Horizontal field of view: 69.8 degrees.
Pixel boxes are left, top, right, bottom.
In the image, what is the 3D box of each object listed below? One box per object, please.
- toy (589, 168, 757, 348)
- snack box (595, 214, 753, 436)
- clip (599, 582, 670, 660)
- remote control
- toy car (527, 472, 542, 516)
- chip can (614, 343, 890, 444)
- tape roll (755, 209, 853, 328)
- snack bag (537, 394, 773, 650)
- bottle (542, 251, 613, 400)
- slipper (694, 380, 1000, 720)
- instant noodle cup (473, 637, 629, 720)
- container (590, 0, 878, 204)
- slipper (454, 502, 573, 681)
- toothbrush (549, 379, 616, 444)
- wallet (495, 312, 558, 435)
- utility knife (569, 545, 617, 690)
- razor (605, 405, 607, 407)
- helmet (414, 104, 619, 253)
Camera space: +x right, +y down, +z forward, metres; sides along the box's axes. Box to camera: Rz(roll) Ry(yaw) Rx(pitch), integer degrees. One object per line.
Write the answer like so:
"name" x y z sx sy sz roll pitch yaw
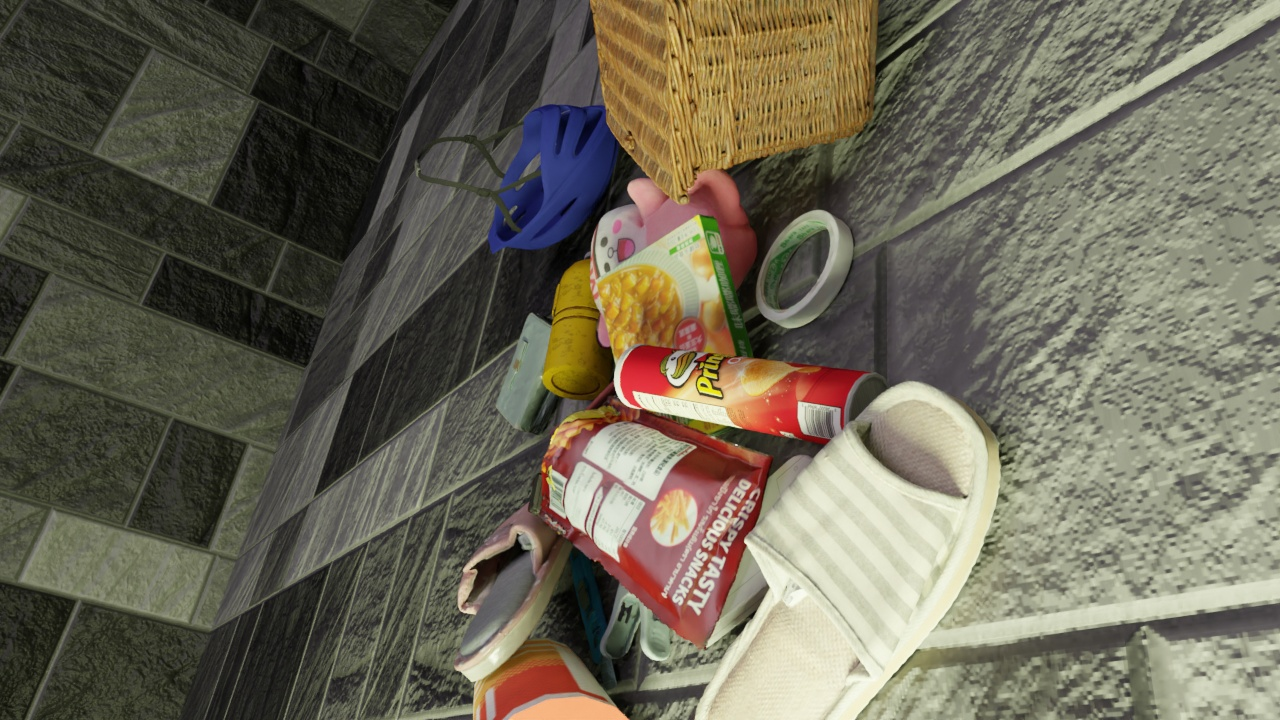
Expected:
"toy" 0.018 -0.096 0.856 0.214 0.084 0.142 -21 76 51
"snack box" 0.029 -0.015 0.752 0.132 0.027 0.168 -27 71 42
"clip" 0.019 0.152 0.716 0.115 0.028 0.163 -24 48 55
"remote control" 0.080 0.130 0.631 0.151 0.019 0.074 -48 31 32
"toy car" -0.053 0.128 0.798 0.037 0.092 0.040 134 150 -53
"chip can" 0.071 0.022 0.645 0.215 0.051 0.051 8 74 47
"tape roll" 0.127 -0.072 0.719 0.094 0.018 0.093 -42 35 39
"snack bag" 0.004 0.103 0.688 0.208 0.066 0.139 22 82 51
"bottle" -0.059 -0.046 0.978 0.071 0.071 0.163 -34 40 46
"slipper" 0.106 0.137 0.526 0.114 0.054 0.273 39 108 45
"instant noodle cup" -0.071 0.278 0.684 0.123 0.123 0.121 -64 19 2
"container" 0.073 -0.259 0.766 0.249 0.183 0.162 -117 19 -58
"slipper" -0.112 0.177 0.808 0.114 0.054 0.274 -42 10 13
"toothbrush" -0.040 0.036 0.923 0.190 0.016 0.016 -43 49 39
"wallet" -0.121 0.015 1.070 0.132 0.054 0.100 -68 25 5
"utility knife" -0.042 0.212 0.793 0.031 0.015 0.185 -60 28 20
"razor" -0.038 0.098 0.873 0.043 0.022 0.144 -45 33 37
"helmet" -0.151 -0.242 1.141 0.242 0.227 0.147 -51 39 28
